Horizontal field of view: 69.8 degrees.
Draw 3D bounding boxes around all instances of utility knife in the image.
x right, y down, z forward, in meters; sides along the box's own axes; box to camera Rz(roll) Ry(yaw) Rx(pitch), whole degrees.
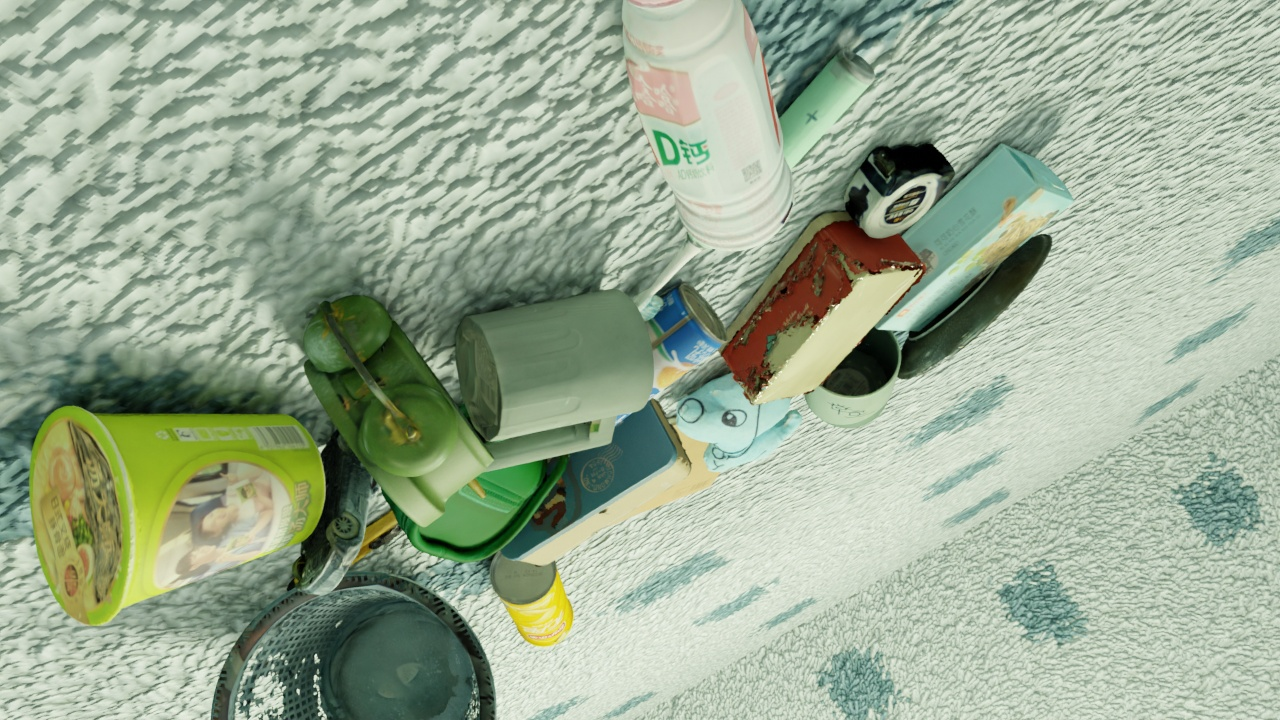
[{"bbox_3d":[-0.211,0.139,0.761,0.215,0.015,0.033,-35,156,12],"label":"utility knife"}]

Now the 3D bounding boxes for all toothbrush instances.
[{"bbox_3d":[0.058,-0.099,0.571,0.027,0.026,0.225,27,127,-23],"label":"toothbrush"}]

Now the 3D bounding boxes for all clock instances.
[{"bbox_3d":[-0.137,0.026,0.513,0.056,0.116,0.161,-36,160,-10],"label":"clock"}]

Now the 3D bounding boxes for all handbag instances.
[{"bbox_3d":[-0.122,0.088,0.687,0.120,0.068,0.131,-38,150,7],"label":"handbag"}]

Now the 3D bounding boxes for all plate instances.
[{"bbox_3d":[0.291,-0.053,0.828,0.179,0.024,0.179,-47,-179,1],"label":"plate"}]

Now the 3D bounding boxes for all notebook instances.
[{"bbox_3d":[0.048,0.104,0.962,0.149,0.012,0.212,-15,152,-28],"label":"notebook"}]

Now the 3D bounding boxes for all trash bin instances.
[{"bbox_3d":[-0.235,0.299,0.825,0.226,0.226,0.195,-25,173,-7],"label":"trash bin"}]

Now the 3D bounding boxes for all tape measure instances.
[{"bbox_3d":[0.178,-0.119,0.647,0.065,0.033,0.066,-9,146,-32],"label":"tape measure"}]

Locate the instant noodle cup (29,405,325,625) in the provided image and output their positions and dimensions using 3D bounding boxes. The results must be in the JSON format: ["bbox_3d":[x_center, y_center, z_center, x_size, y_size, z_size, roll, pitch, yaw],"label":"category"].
[{"bbox_3d":[-0.249,0.076,0.510,0.112,0.111,0.123,-43,159,29],"label":"instant noodle cup"}]

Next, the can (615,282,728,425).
[{"bbox_3d":[-0.004,0.004,0.671,0.135,0.053,0.053,-38,153,19],"label":"can"}]

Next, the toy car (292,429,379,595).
[{"bbox_3d":[-0.189,0.091,0.579,0.036,0.120,0.054,30,122,-30],"label":"toy car"}]

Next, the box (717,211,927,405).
[{"bbox_3d":[0.141,-0.032,0.723,0.091,0.077,0.169,-10,149,-36],"label":"box"}]

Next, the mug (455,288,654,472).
[{"bbox_3d":[-0.059,0.018,0.595,0.103,0.083,0.124,-11,132,-29],"label":"mug"}]

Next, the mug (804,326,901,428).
[{"bbox_3d":[0.179,0.013,0.851,0.112,0.082,0.106,3,161,10],"label":"mug"}]

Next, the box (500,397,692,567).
[{"bbox_3d":[-0.042,0.092,0.761,0.184,0.089,0.061,-36,153,11],"label":"box"}]

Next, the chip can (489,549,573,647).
[{"bbox_3d":[-0.118,0.262,1.023,0.072,0.072,0.214,-23,153,-11],"label":"chip can"}]

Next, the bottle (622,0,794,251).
[{"bbox_3d":[0.032,-0.128,0.448,0.068,0.068,0.197,-29,151,2],"label":"bottle"}]

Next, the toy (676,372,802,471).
[{"bbox_3d":[0.094,0.053,0.856,0.161,0.049,0.157,-7,138,-28],"label":"toy"}]

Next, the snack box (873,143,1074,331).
[{"bbox_3d":[0.260,-0.094,0.753,0.074,0.051,0.175,-1,143,-47],"label":"snack box"}]
